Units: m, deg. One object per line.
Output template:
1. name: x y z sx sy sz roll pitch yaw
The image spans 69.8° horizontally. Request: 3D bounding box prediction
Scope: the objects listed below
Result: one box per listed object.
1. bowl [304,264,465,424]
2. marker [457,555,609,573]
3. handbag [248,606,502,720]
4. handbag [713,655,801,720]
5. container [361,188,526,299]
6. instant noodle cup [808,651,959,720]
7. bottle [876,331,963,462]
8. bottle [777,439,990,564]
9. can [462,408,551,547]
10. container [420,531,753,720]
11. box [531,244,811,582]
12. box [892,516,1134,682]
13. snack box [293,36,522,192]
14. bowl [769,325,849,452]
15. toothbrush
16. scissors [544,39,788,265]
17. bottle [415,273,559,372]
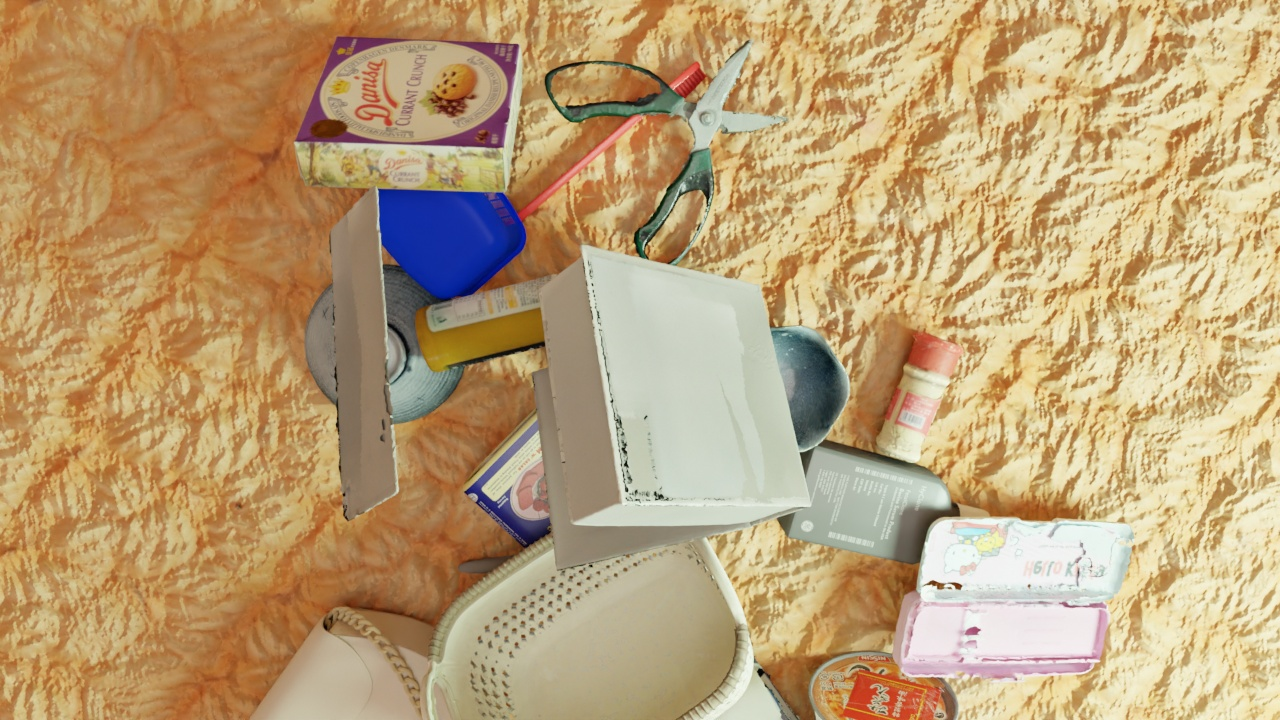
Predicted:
1. bowl: -0.214 -0.009 0.750 0.137 0.057 0.137 0 99 -2
2. marker: -0.091 0.179 0.802 0.138 0.022 0.016 -3 103 -3
3. handbag: -0.225 0.332 0.782 0.208 0.103 0.211 36 94 -3
4. handbag: 0.051 0.320 0.807 0.151 0.074 0.176 -32 89 3
5. container: -0.158 -0.110 0.728 0.096 0.058 0.114 -39 96 13
6. instant noodle cup: 0.208 0.342 0.798 0.123 0.123 0.122 -3 108 -2
7. bottle: 0.236 0.031 0.782 0.044 0.044 0.109 18 98 -5
8. bottle: 0.215 0.127 0.794 0.174 0.046 0.084 14 98 -4
9. can: -0.079 0.098 0.773 0.092 0.056 0.116 44 95 -7
10. container: -0.031 0.232 0.718 0.246 0.143 0.184 -32 57 3
11. box: -0.018 0.079 0.733 0.173 0.423 0.167 -2 68 -17
12. box: 0.322 0.204 0.795 0.201 0.038 0.152 5 101 -15
13. snack box: -0.167 -0.186 0.686 0.148 0.143 0.041 1 138 -3
14. bowl: 0.113 0.021 0.768 0.110 0.055 0.110 0 99 -3
15. toothbrush: -0.030 -0.170 0.755 0.212 0.012 0.018 -40 102 4
16. scissors: 0.009 -0.185 0.741 0.202 0.015 0.202 27 100 -11
17. bottle: -0.079 -0.037 0.720 0.186 0.053 0.053 -14 99 0
